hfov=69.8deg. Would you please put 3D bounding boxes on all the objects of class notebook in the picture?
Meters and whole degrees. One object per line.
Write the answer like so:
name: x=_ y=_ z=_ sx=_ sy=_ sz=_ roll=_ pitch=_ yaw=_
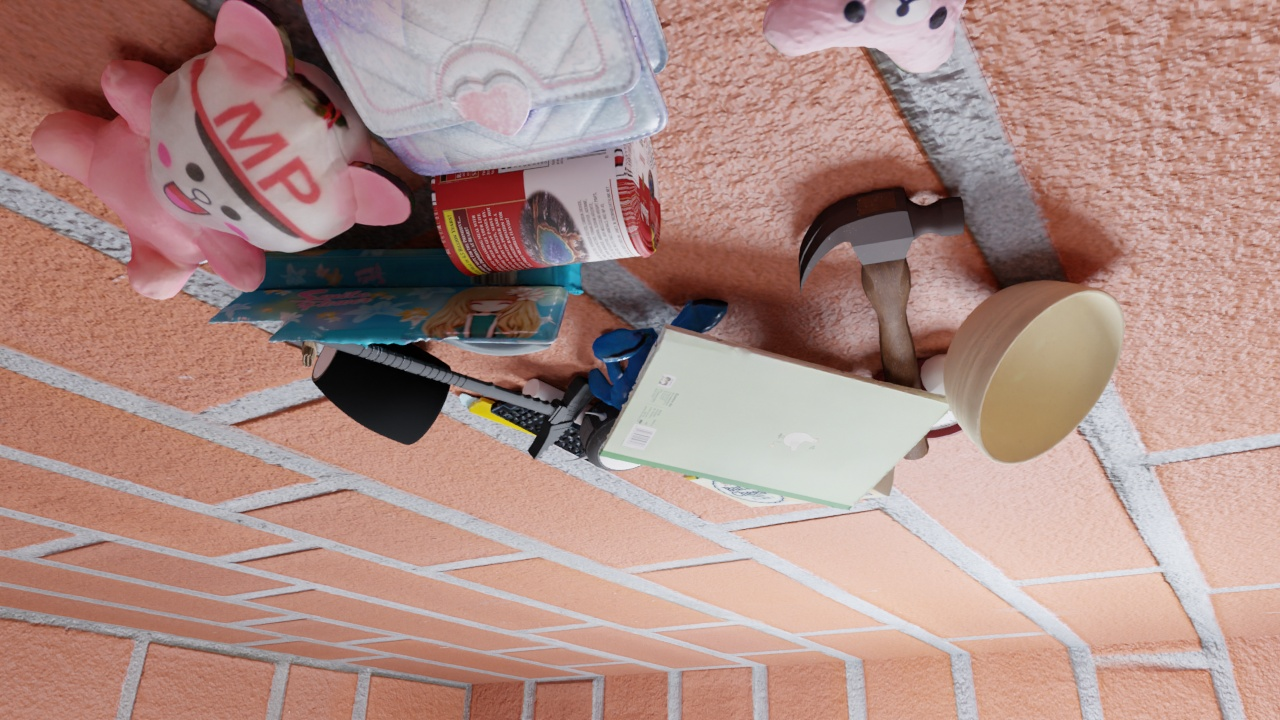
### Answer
notebook: x=0.109 y=0.059 z=0.786 sx=0.252 sy=0.010 sz=0.182 roll=14 pitch=138 yaw=-12

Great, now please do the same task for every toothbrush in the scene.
toothbrush: x=-0.282 y=-0.035 z=0.781 sx=0.016 sy=0.016 sz=0.167 roll=8 pitch=153 yaw=-16

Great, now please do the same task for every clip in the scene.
clip: x=-0.157 y=-0.027 z=0.777 sx=0.163 sy=0.027 sz=0.108 roll=9 pitch=151 yaw=-13

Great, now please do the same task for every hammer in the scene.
hammer: x=0.202 y=-0.011 z=0.729 sx=0.115 sy=0.033 sz=0.323 roll=-8 pitch=142 yaw=17
hammer: x=-0.162 y=0.020 z=0.776 sx=0.095 sy=0.015 sz=0.324 roll=-51 pitch=144 yaw=11

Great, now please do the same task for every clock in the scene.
clock: x=-0.009 y=0.075 z=0.927 sx=0.122 sy=0.043 sz=0.091 roll=1 pitch=134 yaw=-26
clock: x=0.274 y=0.035 z=0.858 sx=0.096 sy=0.048 sz=0.138 roll=20 pitch=150 yaw=-33

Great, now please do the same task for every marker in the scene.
marker: x=-0.064 y=0.052 z=0.935 sx=0.133 sy=0.023 sz=0.027 roll=30 pitch=-174 yaw=-44

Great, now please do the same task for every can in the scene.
can: x=-0.054 y=-0.099 z=0.554 sx=0.116 sy=0.086 sz=0.087 roll=-5 pitch=153 yaw=14

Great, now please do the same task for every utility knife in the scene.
utility knife: x=-0.123 y=0.065 z=0.977 sx=0.162 sy=0.017 sz=0.031 roll=22 pitch=130 yaw=-36

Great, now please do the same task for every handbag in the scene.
handbag: x=-0.073 y=-0.158 z=0.462 sx=0.159 sy=0.069 sz=0.126 roll=-4 pitch=152 yaw=17

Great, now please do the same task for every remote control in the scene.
remote control: x=-0.085 y=0.069 z=0.966 sx=0.047 sy=0.022 sz=0.150 roll=-26 pitch=136 yaw=37

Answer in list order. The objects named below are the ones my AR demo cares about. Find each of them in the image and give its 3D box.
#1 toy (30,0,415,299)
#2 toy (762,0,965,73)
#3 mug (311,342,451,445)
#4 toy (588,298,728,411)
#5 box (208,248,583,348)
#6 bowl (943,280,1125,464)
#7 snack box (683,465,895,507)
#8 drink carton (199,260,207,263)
toy: x=-0.240 y=-0.114 z=0.525 sx=0.214 sy=0.084 sz=0.142 roll=-12 pitch=116 yaw=32
toy: x=0.114 y=-0.180 z=0.424 sx=0.099 sy=0.052 sz=0.096 roll=4 pitch=142 yaw=-13
mug: x=-0.240 y=0.015 z=0.825 sx=0.100 sy=0.085 sz=0.119 roll=31 pitch=172 yaw=-30
toy: x=-0.005 y=0.005 z=0.793 sx=0.112 sy=0.071 sz=0.177 roll=0 pitch=156 yaw=-23
box: x=-0.158 y=-0.049 z=0.618 sx=0.227 sy=0.056 sz=0.185 roll=-1 pitch=-167 yaw=2
bowl: x=0.294 y=-0.001 z=0.719 sx=0.150 sy=0.075 sz=0.151 roll=-15 pitch=124 yaw=-23
snack box: x=0.146 y=0.103 z=0.941 sx=0.104 sy=0.057 sz=0.208 roll=26 pitch=156 yaw=-27
drink carton: x=-0.257 y=-0.099 z=0.615 sx=0.129 sy=0.044 sz=0.038 roll=-11 pitch=124 yaw=23
